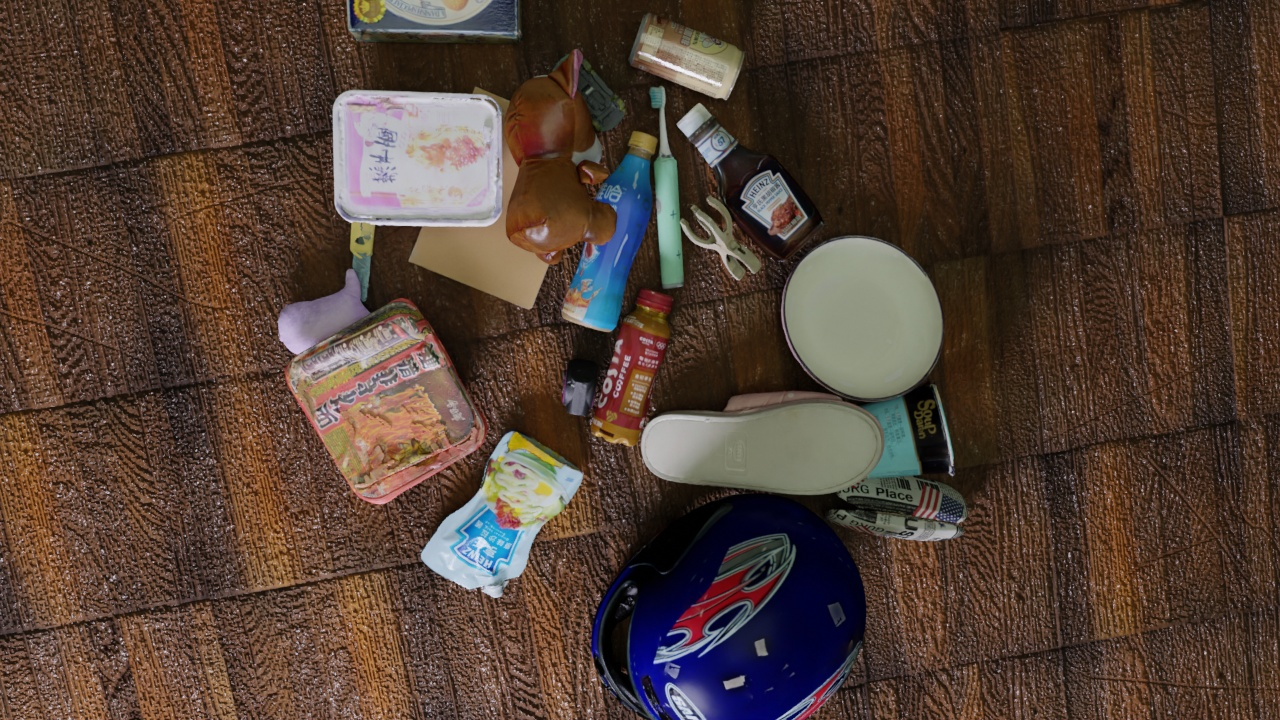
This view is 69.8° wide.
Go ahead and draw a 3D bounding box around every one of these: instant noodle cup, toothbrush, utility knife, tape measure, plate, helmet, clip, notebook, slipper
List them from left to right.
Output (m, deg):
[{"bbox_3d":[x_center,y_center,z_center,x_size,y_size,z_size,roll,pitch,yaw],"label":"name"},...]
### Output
[{"bbox_3d":[-0.303,-0.165,1.016,0.031,0.021,0.198,7,101,1],"label":"utility knife"},{"bbox_3d":[-0.272,0.044,1.009,0.164,0.079,0.189,-28,97,0],"label":"instant noodle cup"},{"bbox_3d":[-0.233,-0.212,0.979,0.173,0.060,0.138,0,96,-5],"label":"instant noodle cup"},{"bbox_3d":[-0.153,-0.179,1.025,0.148,0.008,0.208,21,95,-6],"label":"notebook"},{"bbox_3d":[-0.070,0.027,1.032,0.039,0.057,0.057,8,118,-3],"label":"tape measure"},{"bbox_3d":[0.029,-0.192,1.028,0.027,0.026,0.224,-6,98,-20],"label":"toothbrush"},{"bbox_3d":[0.084,-0.134,1.040,0.104,0.082,0.034,54,56,-29],"label":"clip"},{"bbox_3d":[0.091,0.289,0.986,0.315,0.240,0.247,-38,98,2],"label":"helmet"},{"bbox_3d":[0.134,0.093,1.032,0.275,0.054,0.114,-4,96,20],"label":"slipper"},{"bbox_3d":[0.247,-0.045,1.037,0.192,0.039,0.192,2,77,-10],"label":"plate"},{"bbox_3d":[0.284,0.086,1.043,0.120,0.111,0.111,-12,98,14],"label":"instant noodle cup"}]

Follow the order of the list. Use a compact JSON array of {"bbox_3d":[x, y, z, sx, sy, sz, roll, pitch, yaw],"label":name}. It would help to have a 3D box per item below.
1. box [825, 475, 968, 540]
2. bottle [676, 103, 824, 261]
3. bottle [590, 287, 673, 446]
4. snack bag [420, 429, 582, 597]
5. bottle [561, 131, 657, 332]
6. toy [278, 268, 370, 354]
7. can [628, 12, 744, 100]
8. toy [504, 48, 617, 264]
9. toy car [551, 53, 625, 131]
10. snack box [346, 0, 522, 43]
[{"bbox_3d":[0.304,0.164,1.081,0.163,0.076,0.087,11,76,-3],"label":"box"},{"bbox_3d":[0.118,-0.202,1.026,0.080,0.044,0.195,-43,97,1],"label":"bottle"},{"bbox_3d":[-0.006,0.006,1.035,0.057,0.057,0.175,16,96,-6],"label":"bottle"},{"bbox_3d":[-0.159,0.181,1.057,0.110,0.039,0.191,33,94,-19],"label":"snack bag"},{"bbox_3d":[-0.027,-0.142,1.011,0.065,0.065,0.219,18,95,-6],"label":"bottle"},{"bbox_3d":[-0.347,-0.046,1.011,0.108,0.039,0.084,-20,108,-2],"label":"toy"},{"bbox_3d":[0.049,-0.329,0.996,0.116,0.058,0.058,20,95,-7],"label":"can"},{"bbox_3d":[-0.086,-0.210,0.962,0.140,0.130,0.199,-14,86,41],"label":"toy"},{"bbox_3d":[-0.056,-0.292,1.004,0.043,0.036,0.091,-42,98,0],"label":"toy car"},{"bbox_3d":[-0.219,-0.433,0.970,0.182,0.046,0.178,-1,97,-5],"label":"snack box"}]
